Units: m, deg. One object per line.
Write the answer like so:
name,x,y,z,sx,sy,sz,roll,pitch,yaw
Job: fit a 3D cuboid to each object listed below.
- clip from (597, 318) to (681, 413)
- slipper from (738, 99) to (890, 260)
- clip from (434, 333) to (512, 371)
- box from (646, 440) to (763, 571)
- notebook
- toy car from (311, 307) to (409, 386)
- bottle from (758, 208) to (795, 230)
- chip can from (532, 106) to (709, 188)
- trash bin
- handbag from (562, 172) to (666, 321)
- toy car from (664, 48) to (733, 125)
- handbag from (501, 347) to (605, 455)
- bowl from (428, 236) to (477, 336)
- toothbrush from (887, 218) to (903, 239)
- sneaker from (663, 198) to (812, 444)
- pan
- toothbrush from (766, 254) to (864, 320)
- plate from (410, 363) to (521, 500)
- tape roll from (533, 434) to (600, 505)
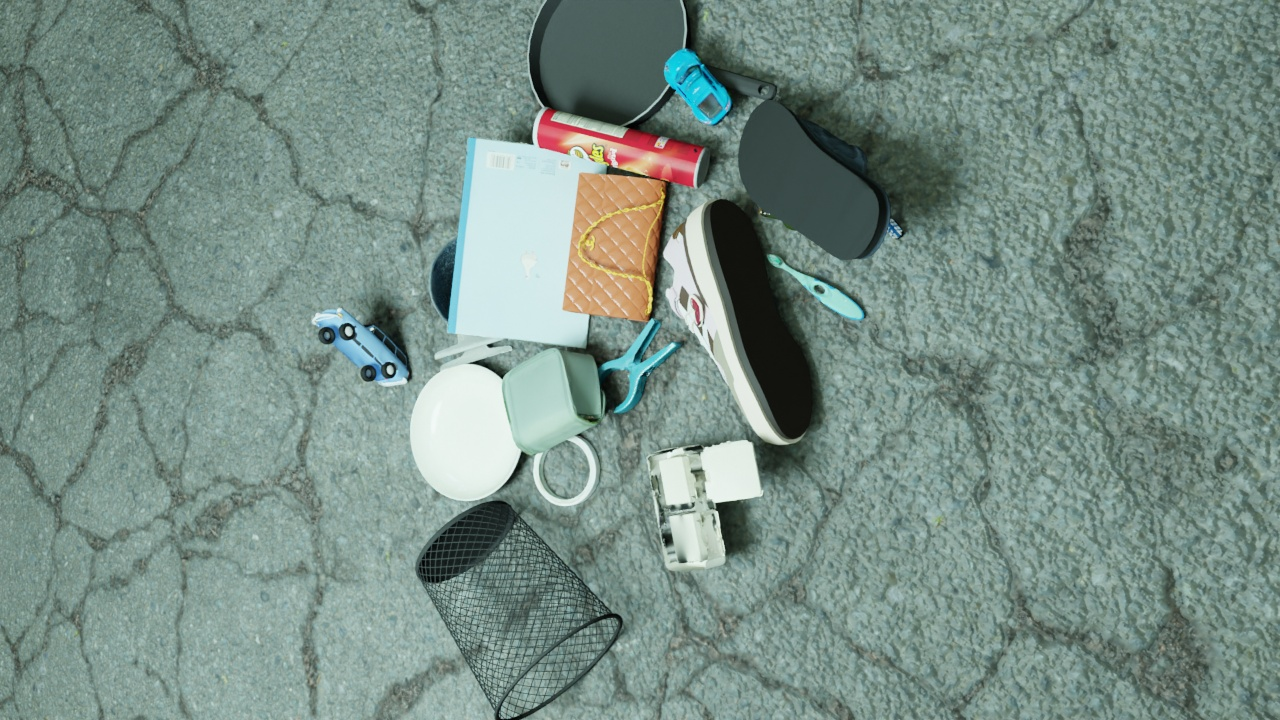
clip,-0.020,-0.003,1.148,0.120,0.030,0.130,31,101,28
slipper,0.202,-0.195,1.012,0.265,0.083,0.109,53,132,44
clip,-0.227,-0.030,1.225,0.102,0.052,0.059,-16,61,-3
box,0.078,0.165,1.041,0.185,0.044,0.143,-20,79,60
notebook,-0.145,-0.151,1.175,0.181,0.009,0.253,7,91,-4
toy car,-0.382,-0.021,1.264,0.056,0.153,0.054,-8,47,33
bottle,0.185,-0.160,1.055,0.106,0.025,0.025,18,95,25
chip can,-0.024,-0.261,1.123,0.215,0.051,0.052,17,95,14
trash bin,-0.159,0.295,1.122,0.210,0.183,0.184,46,106,26
handbag,-0.031,-0.140,1.135,0.109,0.060,0.172,7,91,9
toy car,0.065,-0.323,1.078,0.048,0.032,0.105,-41,72,21
handbag,-0.108,0.051,1.148,0.122,0.067,0.106,-28,65,37
bowl,-0.216,-0.100,1.215,0.057,0.137,0.137,-173,89,-67
toothbrush,0.242,-0.202,1.037,0.014,0.014,0.167,-42,72,23
sneaker,0.096,-0.032,1.061,0.117,0.111,0.293,-29,76,44
pan,0.013,-0.374,1.141,0.357,0.034,0.225,25,98,24
toothbrush,0.199,-0.086,1.050,0.135,0.017,0.022,37,100,22
plate,-0.228,0.096,1.236,0.183,0.034,0.182,-1,87,25
tape roll,-0.096,0.141,1.183,0.093,0.013,0.093,-1,87,26
